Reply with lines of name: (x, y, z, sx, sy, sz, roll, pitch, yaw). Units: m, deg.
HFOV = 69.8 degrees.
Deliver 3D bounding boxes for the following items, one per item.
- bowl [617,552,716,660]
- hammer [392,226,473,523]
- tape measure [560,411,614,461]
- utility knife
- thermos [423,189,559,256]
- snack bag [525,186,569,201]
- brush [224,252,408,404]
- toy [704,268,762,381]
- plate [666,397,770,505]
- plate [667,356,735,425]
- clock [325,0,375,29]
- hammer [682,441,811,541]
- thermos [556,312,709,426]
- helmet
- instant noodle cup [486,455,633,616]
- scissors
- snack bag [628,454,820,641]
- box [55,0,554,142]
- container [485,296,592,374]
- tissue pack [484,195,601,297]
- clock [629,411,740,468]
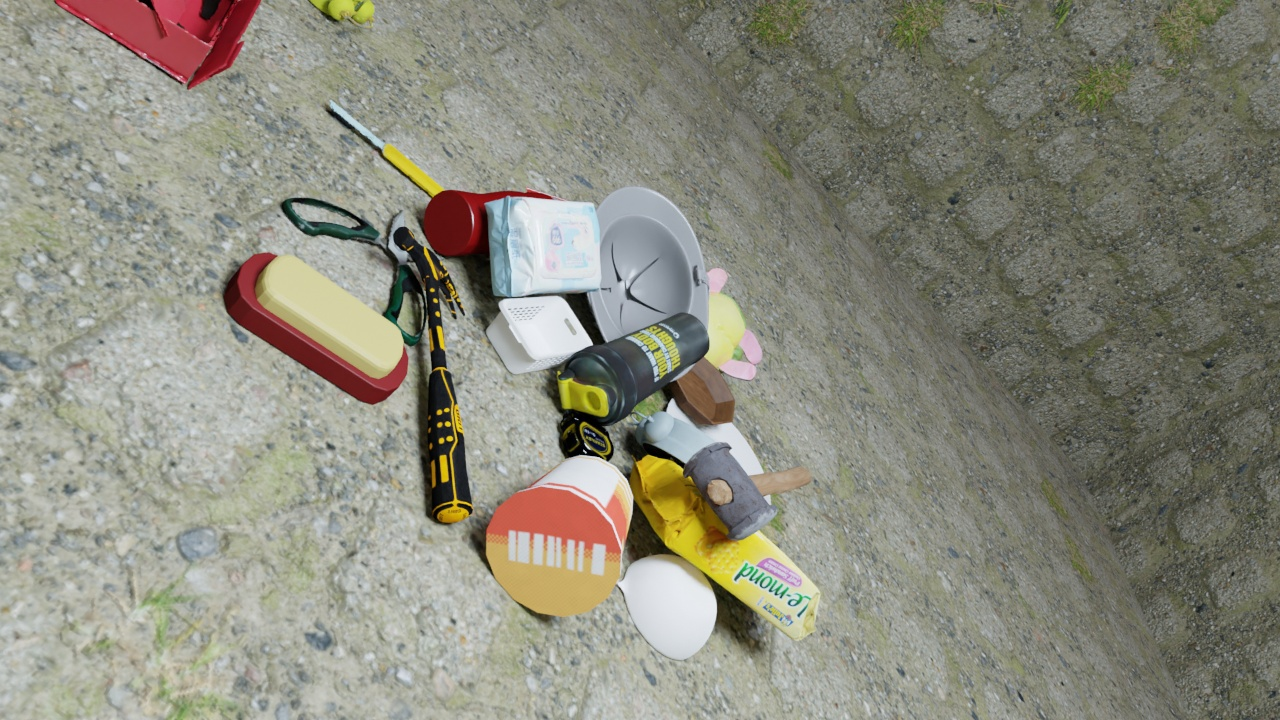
bowl: (0.040, 0.252, 0.972, 0.114, 0.051, 0.114, 37, 29, -26)
hammer: (-0.196, 0.015, 0.903, 0.123, 0.036, 0.320, 57, 15, -54)
tape measure: (-0.061, 0.095, 1.033, 0.061, 0.034, 0.061, 31, 30, -33)
utility knife: (-0.286, -0.239, 1.122, 0.224, 0.019, 0.030, 43, 22, -27)
thermos: (-0.165, -0.159, 1.136, 0.108, 0.084, 0.198, 56, 29, 12)
snack bag: (-0.100, -0.173, 1.307, 0.130, 0.039, 0.144, 5, 57, -56)
brush: (-0.285, -0.034, 0.833, 0.173, 0.042, 0.082, 38, 29, -25)
toy: (0.082, -0.056, 1.383, 0.238, 0.088, 0.189, 36, 67, -7)
plate: (0.105, 0.137, 1.261, 0.208, 0.015, 0.208, 37, 29, -26)
plate: (0.081, 0.041, 1.290, 0.131, 0.025, 0.131, 35, 34, -28)
clock: (-0.399, -0.491, 1.221, 0.119, 0.057, 0.083, 50, 25, 0)
hammer: (0.145, 0.141, 1.047, 0.098, 0.052, 0.328, 54, 18, 19)
thermos: (-0.007, 0.007, 1.112, 0.220, 0.098, 0.098, -29, 81, -46)
helmet: (-0.010, -0.094, 1.271, 0.183, 0.118, 0.271, -3, 81, -26)
instant noodle cup: (-0.065, 0.154, 0.866, 0.123, 0.124, 0.121, 49, 19, -3)
scissors: (-0.287, -0.115, 0.966, 0.204, 0.015, 0.201, 29, 34, -34)
snack bag: (0.094, 0.205, 1.035, 0.247, 0.068, 0.159, 41, 2, -21)
box: (-0.329, -0.367, 0.984, 0.478, 0.171, 0.213, 2, 43, -7)
container: (-0.122, -0.028, 1.075, 0.080, 0.050, 0.129, 57, 27, 12)
tissue pack: (-0.107, -0.134, 1.093, 0.181, 0.070, 0.112, -10, 96, -57)
clock: (0.053, 0.110, 1.108, 0.159, 0.045, 0.123, 38, -14, -4)
